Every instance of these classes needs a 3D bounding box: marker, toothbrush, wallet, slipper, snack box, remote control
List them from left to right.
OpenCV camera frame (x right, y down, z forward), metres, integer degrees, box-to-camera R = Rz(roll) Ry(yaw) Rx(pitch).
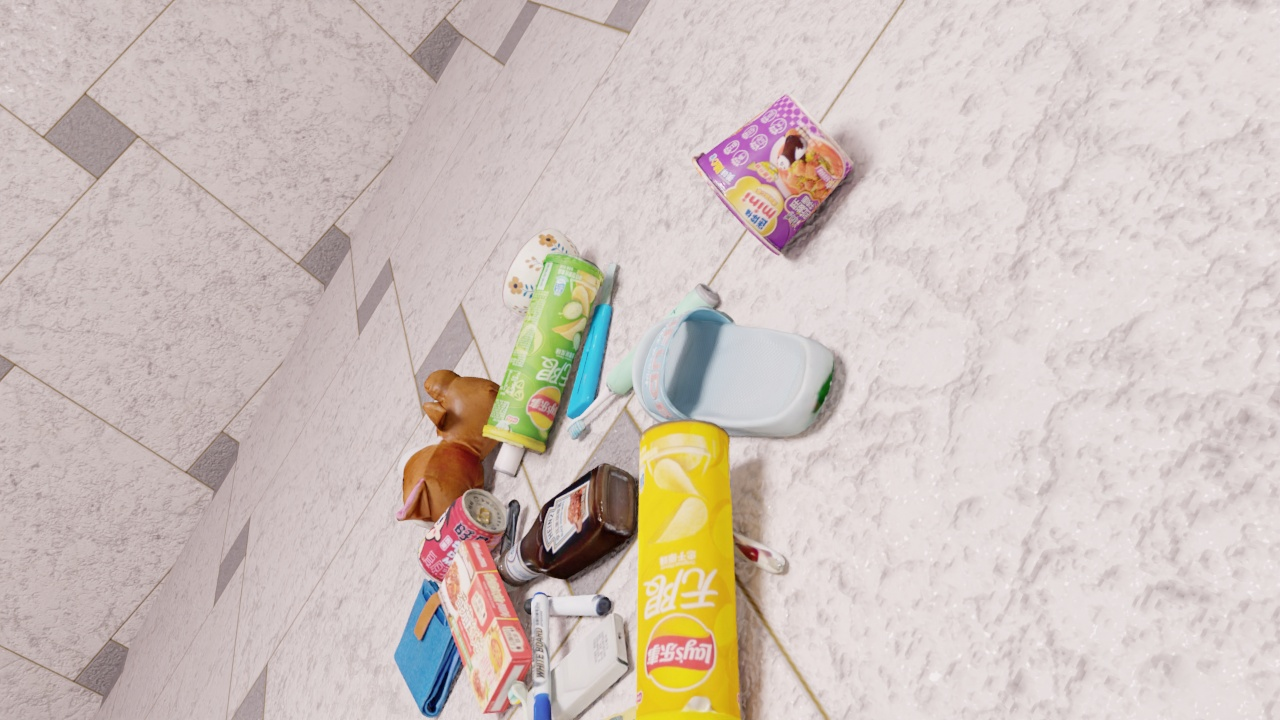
[{"bbox_3d":[-0.227,0.306,0.991,0.133,0.040,0.106,18,85,61],"label":"wallet"},{"bbox_3d":[-0.150,0.250,0.873,0.153,0.025,0.075,53,124,45],"label":"snack box"},{"bbox_3d":[-0.089,0.346,0.745,0.020,0.029,0.189,-16,37,-3],"label":"toothbrush"},{"bbox_3d":[-0.116,0.028,1.065,0.027,0.026,0.220,17,76,19],"label":"toothbrush"},{"bbox_3d":[-0.083,0.251,0.768,0.017,0.017,0.145,-49,25,22],"label":"marker"},{"bbox_3d":[-0.067,0.218,0.822,0.131,0.018,0.022,-21,38,51],"label":"marker"},{"bbox_3d":[-0.054,0.262,0.753,0.125,0.024,0.049,-47,29,23],"label":"remote control"},{"bbox_3d":[-0.005,0.005,0.900,0.225,0.026,0.027,-44,54,29],"label":"toothbrush"},{"bbox_3d":[0.051,0.129,0.705,0.188,0.017,0.016,13,76,62],"label":"toothbrush"},{"bbox_3d":[0.056,0.007,0.747,0.246,0.074,0.104,8,73,59],"label":"slipper"}]

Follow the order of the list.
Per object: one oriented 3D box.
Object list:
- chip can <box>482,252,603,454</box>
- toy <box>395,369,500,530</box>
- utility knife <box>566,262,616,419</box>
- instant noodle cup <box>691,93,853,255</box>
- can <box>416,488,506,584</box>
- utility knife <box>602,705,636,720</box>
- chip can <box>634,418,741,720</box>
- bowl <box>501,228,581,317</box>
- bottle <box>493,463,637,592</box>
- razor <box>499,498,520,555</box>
[{"bbox_3d":[-0.105,-0.011,1.015,0.073,0.072,0.221,5,74,60],"label":"chip can"},{"bbox_3d":[-0.228,0.112,1.080,0.131,0.140,0.199,-2,64,25],"label":"toy"},{"bbox_3d":[-0.048,-0.029,1.014,0.034,0.018,0.206,-30,40,46],"label":"utility knife"},{"bbox_3d":[0.116,-0.161,0.772,0.099,0.111,0.111,-42,33,18],"label":"instant noodle cup"},{"bbox_3d":[-0.193,0.192,1.002,0.094,0.066,0.066,-49,30,22],"label":"can"},{"bbox_3d":[-0.013,0.275,0.690,0.195,0.020,0.030,-35,43,33],"label":"utility knife"},{"bbox_3d":[0.032,0.150,0.638,0.072,0.072,0.213,-33,45,42],"label":"chip can"},{"bbox_3d":[-0.106,-0.095,1.100,0.062,0.113,0.113,32,94,20],"label":"bowl"},{"bbox_3d":[-0.078,0.168,0.859,0.195,0.044,0.079,-39,38,38],"label":"bottle"},{"bbox_3d":[-0.142,0.211,0.946,0.043,0.022,0.142,-32,41,51],"label":"razor"}]
